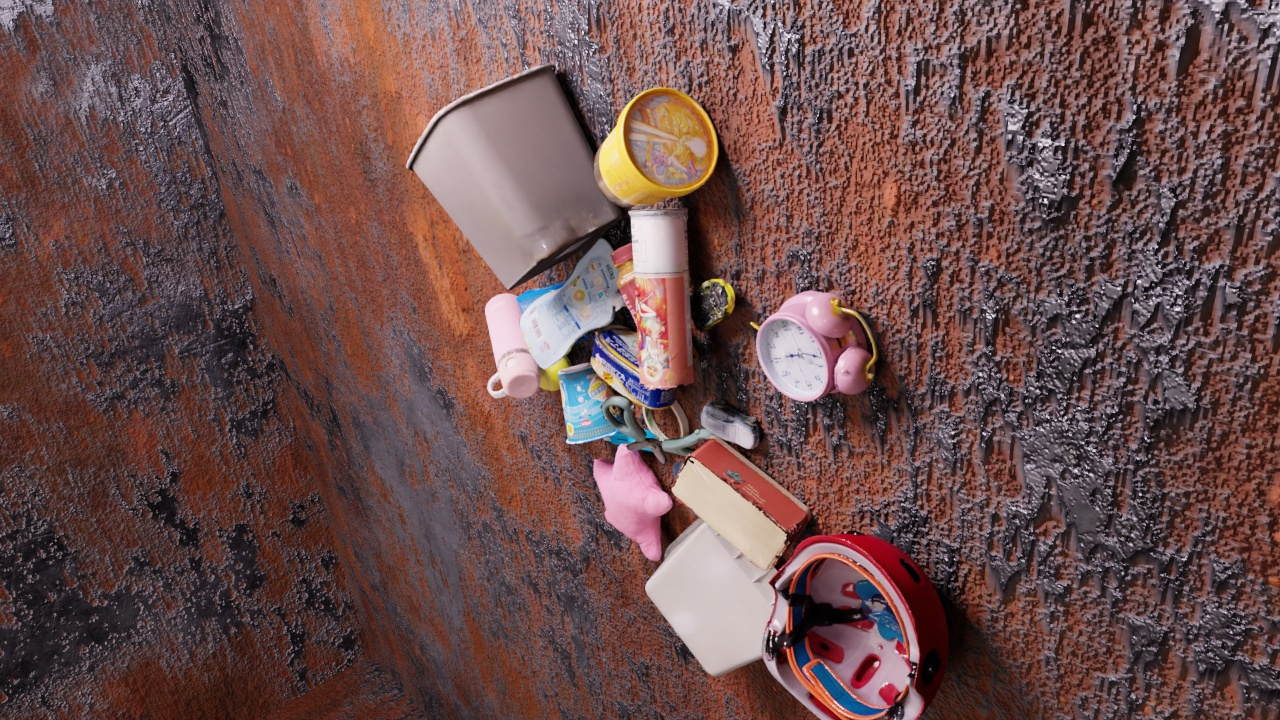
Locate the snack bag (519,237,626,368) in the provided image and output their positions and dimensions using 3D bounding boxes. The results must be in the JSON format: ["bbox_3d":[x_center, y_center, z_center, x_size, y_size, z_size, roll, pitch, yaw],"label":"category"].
[{"bbox_3d":[-0.093,-0.077,1.292,0.191,0.038,0.110,-36,57,31],"label":"snack bag"}]

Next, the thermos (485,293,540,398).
[{"bbox_3d":[-0.209,-0.018,1.447,0.067,0.087,0.198,57,-171,-43],"label":"thermos"}]

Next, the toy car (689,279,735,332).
[{"bbox_3d":[0.087,-0.068,1.117,0.048,0.032,0.105,68,159,6],"label":"toy car"}]

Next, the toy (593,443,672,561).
[{"bbox_3d":[-0.019,0.202,1.411,0.178,0.074,0.195,40,141,32],"label":"toy"}]

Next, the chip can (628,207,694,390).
[{"bbox_3d":[0.028,-0.076,1.117,0.071,0.071,0.215,11,108,51],"label":"chip can"}]

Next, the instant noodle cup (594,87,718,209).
[{"bbox_3d":[0.010,-0.231,1.042,0.118,0.118,0.115,66,155,-3],"label":"instant noodle cup"}]

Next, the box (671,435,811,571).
[{"bbox_3d":[0.122,0.186,1.172,0.168,0.077,0.092,38,132,19],"label":"box"}]

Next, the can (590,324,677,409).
[{"bbox_3d":[-0.007,0.007,1.264,0.148,0.074,0.049,38,136,33],"label":"can"}]

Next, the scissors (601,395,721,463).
[{"bbox_3d":[0.017,0.094,1.254,0.171,0.019,0.179,-14,137,45],"label":"scissors"}]

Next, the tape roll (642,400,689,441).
[{"bbox_3d":[0.036,0.084,1.311,0.086,0.013,0.086,34,137,38],"label":"tape roll"}]

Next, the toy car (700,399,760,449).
[{"bbox_3d":[0.116,0.084,1.183,0.091,0.034,0.043,28,130,40],"label":"toy car"}]

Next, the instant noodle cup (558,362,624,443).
[{"bbox_3d":[-0.078,0.060,1.390,0.099,0.099,0.110,-7,99,56],"label":"instant noodle cup"}]

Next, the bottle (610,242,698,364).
[{"bbox_3d":[0.015,-0.068,1.193,0.058,0.057,0.175,-22,94,57],"label":"bottle"}]

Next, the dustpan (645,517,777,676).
[{"bbox_3d":[0.127,0.335,1.338,0.258,0.142,0.222,-43,81,29],"label":"dustpan"}]

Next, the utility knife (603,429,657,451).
[{"bbox_3d":[-0.021,0.119,1.400,0.034,0.018,0.179,61,156,-12],"label":"utility knife"}]

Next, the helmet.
[{"bbox_3d":[0.258,0.294,1.034,0.207,0.143,0.240,28,119,42],"label":"helmet"}]

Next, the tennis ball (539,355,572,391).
[{"bbox_3d":[-0.141,0.016,1.462,0.065,0.065,0.066,33,137,38],"label":"tennis ball"}]

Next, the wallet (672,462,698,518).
[{"bbox_3d":[0.099,0.178,1.272,0.115,0.033,0.090,-16,102,56],"label":"wallet"}]

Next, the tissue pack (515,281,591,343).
[{"bbox_3d":[-0.128,-0.070,1.398,0.157,0.052,0.095,-6,109,56],"label":"tissue pack"}]

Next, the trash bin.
[{"bbox_3d":[-0.155,-0.234,1.212,0.220,0.198,0.199,57,149,-3],"label":"trash bin"}]

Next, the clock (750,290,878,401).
[{"bbox_3d":[0.192,-0.014,0.982,0.159,0.059,0.117,-15,100,55],"label":"clock"}]
